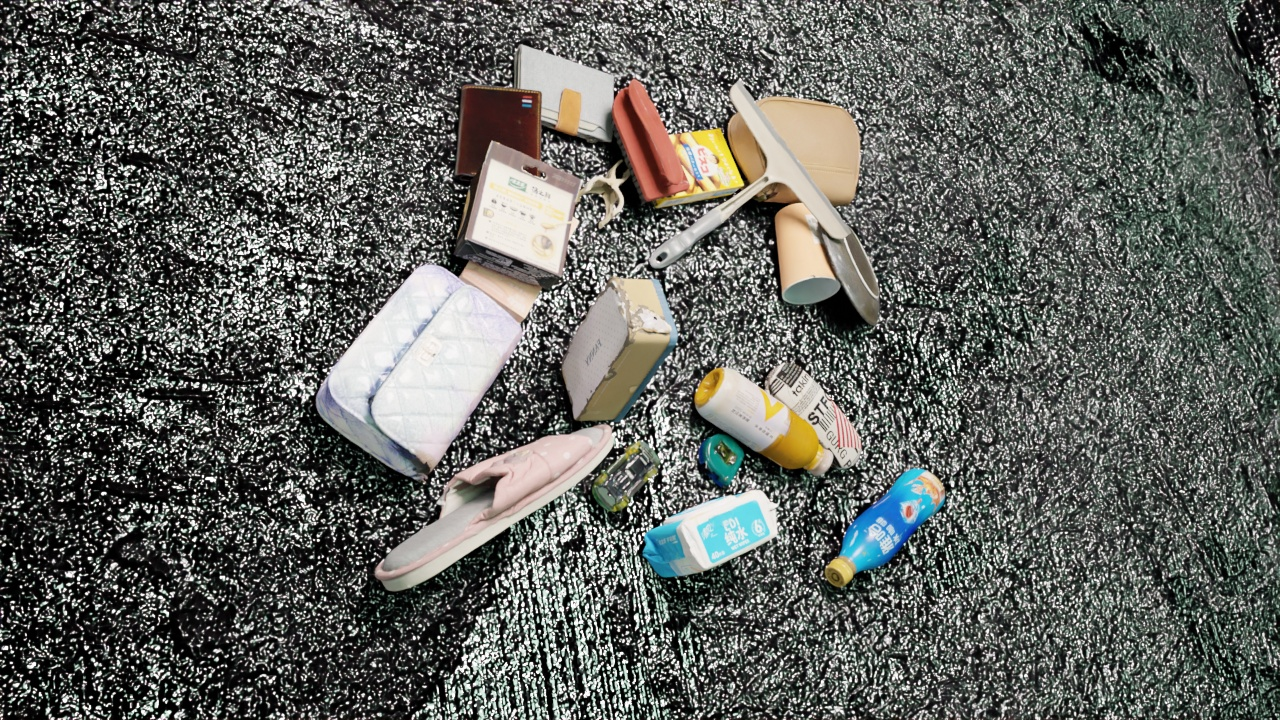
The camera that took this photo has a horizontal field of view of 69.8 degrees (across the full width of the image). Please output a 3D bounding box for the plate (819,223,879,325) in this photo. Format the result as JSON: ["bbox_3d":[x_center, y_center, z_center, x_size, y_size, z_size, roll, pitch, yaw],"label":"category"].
[{"bbox_3d":[0.297,-0.134,1.272,0.179,0.024,0.179,42,35,-39],"label":"plate"}]

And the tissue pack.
[{"bbox_3d":[0.078,0.190,1.019,0.139,0.090,0.063,-16,82,-35],"label":"tissue pack"}]

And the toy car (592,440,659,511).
[{"bbox_3d":[-0.018,0.129,1.014,0.043,0.036,0.091,52,53,-7],"label":"toy car"}]

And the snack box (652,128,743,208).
[{"bbox_3d":[0.064,-0.255,1.215,0.140,0.034,0.087,-16,82,-37],"label":"snack box"}]

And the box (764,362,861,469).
[{"bbox_3d":[0.227,0.071,1.181,0.164,0.058,0.070,44,38,-10],"label":"box"}]

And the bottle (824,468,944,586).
[{"bbox_3d":[0.309,0.216,1.172,0.218,0.065,0.065,-31,90,-35],"label":"bottle"}]

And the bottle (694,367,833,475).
[{"bbox_3d":[0.155,0.080,1.122,0.189,0.068,0.067,34,58,-18],"label":"bottle"}]

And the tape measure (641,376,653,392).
[{"bbox_3d":[-0.006,0.006,1.055,0.039,0.057,0.058,15,88,-29],"label":"tape measure"}]

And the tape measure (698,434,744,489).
[{"bbox_3d":[0.097,0.116,1.099,0.054,0.025,0.058,42,55,-14],"label":"tape measure"}]

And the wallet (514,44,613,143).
[{"bbox_3d":[-0.093,-0.330,1.141,0.129,0.037,0.106,10,66,-29],"label":"wallet"}]

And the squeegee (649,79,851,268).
[{"bbox_3d":[0.105,-0.190,1.183,0.246,0.039,0.246,-38,93,-13],"label":"squeegee"}]

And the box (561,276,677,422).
[{"bbox_3d":[-0.029,-0.005,0.978,0.059,0.185,0.089,-1,58,-26],"label":"box"}]

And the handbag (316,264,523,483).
[{"bbox_3d":[-0.217,0.007,0.911,0.134,0.076,0.193,39,57,-15],"label":"handbag"}]

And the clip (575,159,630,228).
[{"bbox_3d":[-0.034,-0.201,1.133,0.102,0.035,0.092,-30,85,-44],"label":"clip"}]

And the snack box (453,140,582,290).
[{"bbox_3d":[-0.133,-0.157,1.005,0.113,0.053,0.125,20,61,-24],"label":"snack box"}]

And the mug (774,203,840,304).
[{"bbox_3d":[0.222,-0.148,1.250,0.078,0.078,0.122,7,65,-30],"label":"mug"}]

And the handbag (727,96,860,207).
[{"bbox_3d":[0.215,-0.288,1.287,0.204,0.100,0.147,-2,81,-33],"label":"handbag"}]

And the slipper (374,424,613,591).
[{"bbox_3d":[-0.141,0.127,0.894,0.273,0.114,0.054,-33,104,-30],"label":"slipper"}]

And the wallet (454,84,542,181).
[{"bbox_3d":[-0.163,-0.261,1.064,0.096,0.020,0.122,2,71,-7],"label":"wallet"}]

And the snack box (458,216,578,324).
[{"bbox_3d":[-0.137,-0.124,1.040,0.084,0.026,0.156,35,57,-16],"label":"snack box"}]

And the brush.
[{"bbox_3d":[0.009,-0.270,1.128,0.063,0.069,0.145,-20,83,-24],"label":"brush"}]
